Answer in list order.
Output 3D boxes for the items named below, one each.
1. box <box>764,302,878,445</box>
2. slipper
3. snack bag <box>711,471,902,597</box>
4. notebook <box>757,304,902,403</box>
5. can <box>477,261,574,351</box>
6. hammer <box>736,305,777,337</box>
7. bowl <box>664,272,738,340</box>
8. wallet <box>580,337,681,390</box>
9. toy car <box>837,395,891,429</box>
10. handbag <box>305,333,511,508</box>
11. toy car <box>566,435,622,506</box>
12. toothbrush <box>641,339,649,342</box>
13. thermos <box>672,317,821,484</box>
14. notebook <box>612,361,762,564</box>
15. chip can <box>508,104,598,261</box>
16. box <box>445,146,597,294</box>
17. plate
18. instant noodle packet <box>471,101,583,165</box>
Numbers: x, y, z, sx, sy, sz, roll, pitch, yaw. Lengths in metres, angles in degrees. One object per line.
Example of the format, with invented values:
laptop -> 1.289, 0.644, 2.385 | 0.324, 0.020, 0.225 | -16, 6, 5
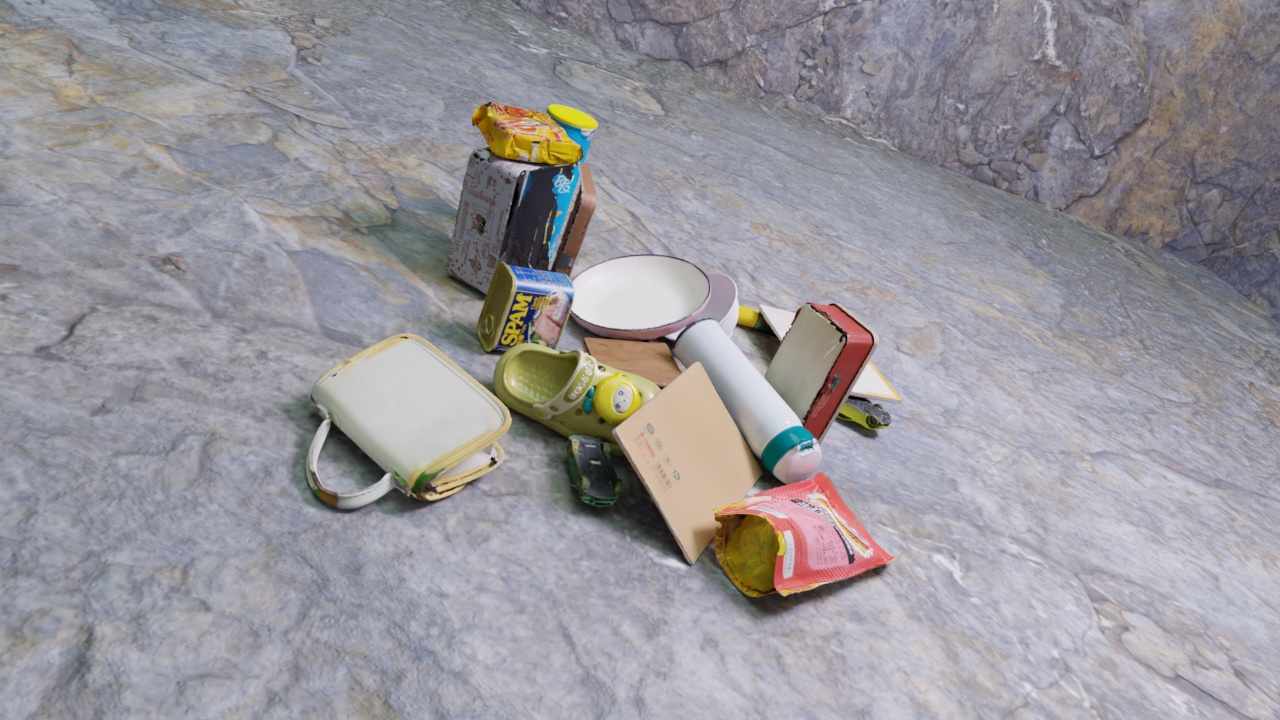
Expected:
box -> 0.194, 0.018, 1.086 | 0.078, 0.169, 0.091 | 1, 34, -40
slipper -> -0.067, 0.033, 0.943 | 0.190, 0.091, 0.082 | 20, -14, 10
snack bag -> 0.166, 0.172, 0.913 | 0.207, 0.073, 0.128 | -3, 40, -48
notebook -> 0.261, -0.011, 1.287 | 0.145, 0.010, 0.206 | 10, 30, -22
can -> -0.132, -0.057, 1.060 | 0.083, 0.102, 0.057 | 5, 31, -32
hammer -> 0.171, -0.059, 1.356 | 0.300, 0.033, 0.128 | 17, 28, -10
bowl -> 0.089, -0.053, 1.237 | 0.065, 0.118, 0.118 | 51, 8, -38
wallet -> -0.006, 0.006, 1.092 | 0.115, 0.020, 0.101 | 6, 30, -22
toy car -> 0.280, 0.063, 1.214 | 0.105, 0.032, 0.048 | 28, 27, 14
handbag -> -0.228, 0.067, 0.829 | 0.163, 0.063, 0.178 | 36, 45, 25
toy car -> -0.048, 0.108, 0.893 | 0.043, 0.036, 0.091 | 11, 28, -23
toothbrush -> -0.001, -0.043, 1.223 | 0.016, 0.014, 0.189 | 12, 30, -17
thermos -> 0.123, 0.048, 1.063 | 0.073, 0.073, 0.224 | -4, 44, -40
notebook -> 0.055, 0.096, 0.935 | 0.148, 0.008, 0.207 | 60, 31, -4
chip can -> -0.125, -0.243, 1.276 | 0.071, 0.211, 0.071 | 17, 28, -9
box -> -0.126, -0.160, 1.167 | 0.166, 0.182, 0.149 | 30, 29, 22
plate -> -0.003, -0.078, 1.209 | 0.192, 0.039, 0.192 | -3, 35, 2
instant noodle packet -> -0.141, -0.279, 1.131 | 0.110, 0.044, 0.128 | -2, 33, -27
